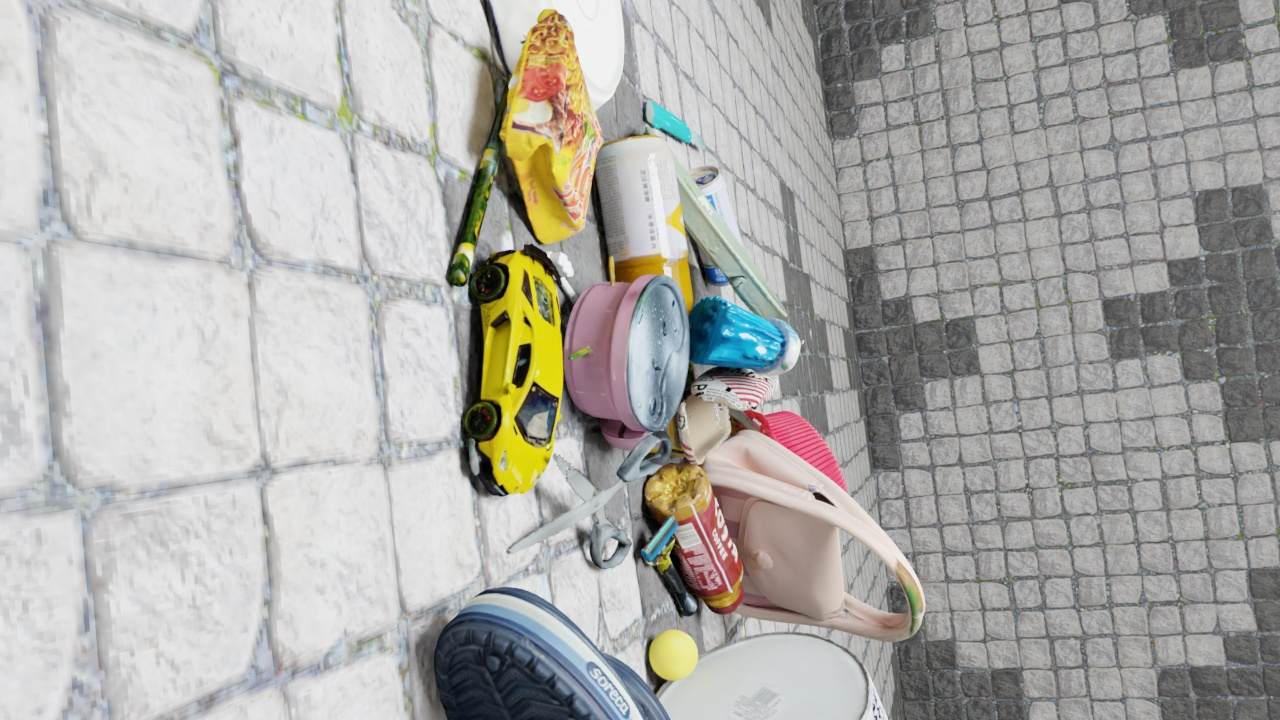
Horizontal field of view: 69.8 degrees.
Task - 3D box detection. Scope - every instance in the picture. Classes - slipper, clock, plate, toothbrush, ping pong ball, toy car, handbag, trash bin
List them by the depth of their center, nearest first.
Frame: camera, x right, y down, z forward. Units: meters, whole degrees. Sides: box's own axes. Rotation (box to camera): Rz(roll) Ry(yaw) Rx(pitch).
[{"bbox_3d":[-0.024,0.215,0.512,0.095,0.105,0.253,-61,142,-49],"label":"slipper"},{"bbox_3d":[-0.072,0.006,0.558,0.071,0.041,0.155,44,44,-61],"label":"toy car"},{"bbox_3d":[-0.094,-0.119,0.580,0.012,0.017,0.185,116,-16,-53],"label":"toothbrush"},{"bbox_3d":[-0.063,-0.284,0.693,0.204,0.046,0.205,-7,90,-72],"label":"plate"},{"bbox_3d":[-0.004,0.004,0.703,0.158,0.060,0.117,61,40,-50],"label":"clock"},{"bbox_3d":[-0.034,-0.026,0.719,0.180,0.016,0.016,59,38,-50],"label":"toothbrush"},{"bbox_3d":[0.124,0.376,0.732,0.229,0.230,0.252,-54,127,-64],"label":"trash bin"},{"bbox_3d":[0.027,0.242,0.754,0.040,0.040,0.040,-7,90,-71],"label":"ping pong ball"},{"bbox_3d":[0.163,0.184,0.870,0.093,0.234,0.193,-40,131,-33],"label":"handbag"},{"bbox_3d":[0.067,-0.129,0.897,0.230,0.027,0.230,51,12,-16],"label":"plate"}]

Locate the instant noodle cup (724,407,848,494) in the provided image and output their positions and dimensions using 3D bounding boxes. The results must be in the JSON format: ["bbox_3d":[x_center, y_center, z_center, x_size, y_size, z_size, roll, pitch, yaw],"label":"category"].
[{"bbox_3d":[0.162,0.126,0.996,0.193,0.065,0.194,57,-16,25],"label":"instant noodle cup"}]

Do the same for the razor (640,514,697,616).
[{"bbox_3d":[0.027,0.186,0.806,0.042,0.022,0.143,-48,141,-24],"label":"razor"}]

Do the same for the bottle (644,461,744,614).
[{"bbox_3d":[0.055,0.169,0.840,0.057,0.057,0.175,-77,153,-46],"label":"bottle"}]

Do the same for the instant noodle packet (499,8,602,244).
[{"bbox_3d":[-0.057,-0.151,0.625,0.128,0.044,0.110,75,24,-66],"label":"instant noodle packet"}]

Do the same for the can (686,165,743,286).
[{"bbox_3d":[0.084,-0.154,1.055,0.053,0.053,0.135,-75,151,-48],"label":"can"}]

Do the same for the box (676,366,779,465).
[{"bbox_3d":[0.074,0.048,0.831,0.162,0.076,0.087,-30,136,-72],"label":"box"}]

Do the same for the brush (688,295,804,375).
[{"bbox_3d":[0.090,-0.022,0.869,0.314,0.109,0.060,-144,-111,-81],"label":"brush"}]

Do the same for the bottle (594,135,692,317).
[{"bbox_3d":[0.006,-0.092,0.781,0.068,0.068,0.189,-28,110,-70],"label":"bottle"}]

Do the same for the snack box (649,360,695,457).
[{"bbox_3d":[0.026,0.018,0.854,0.087,0.034,0.140,23,63,-68],"label":"snack box"}]

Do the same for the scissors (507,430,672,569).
[{"bbox_3d":[-0.030,0.098,0.628,0.180,0.014,0.160,-37,141,-42],"label":"scissors"}]

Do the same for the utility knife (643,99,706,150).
[{"bbox_3d":[0.042,-0.260,1.037,0.221,0.013,0.029,-7,88,-69],"label":"utility knife"}]
